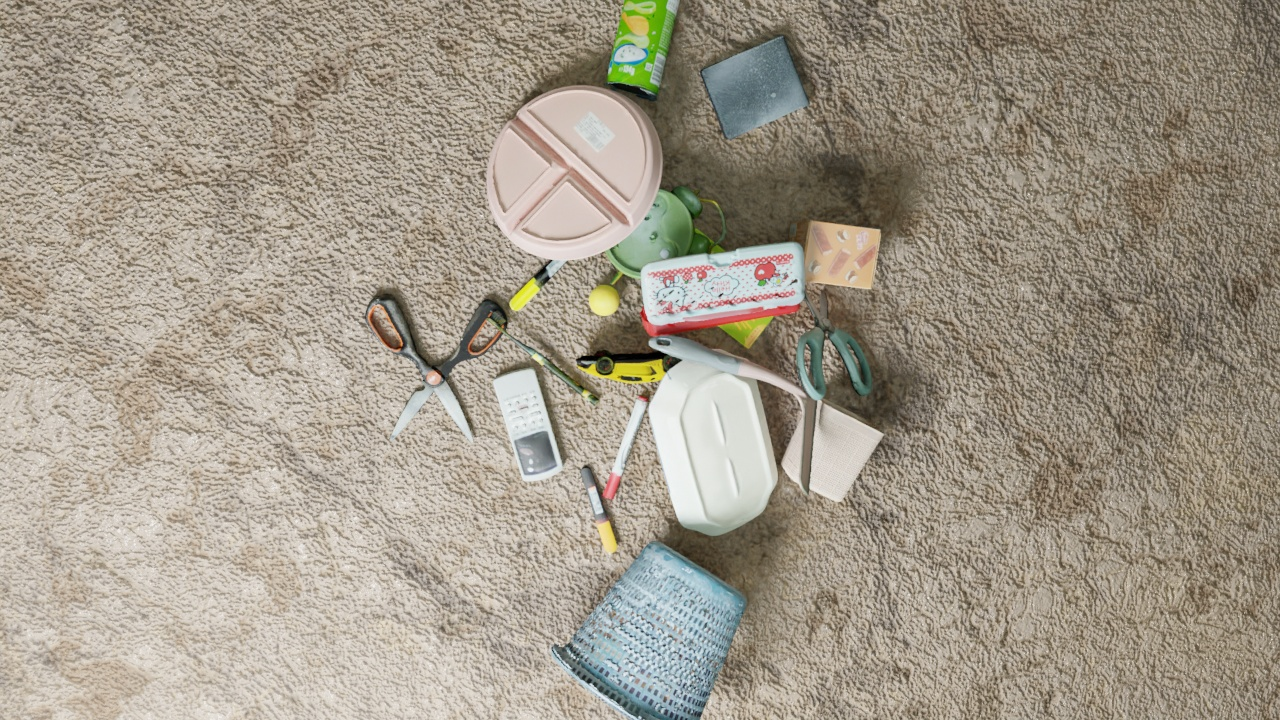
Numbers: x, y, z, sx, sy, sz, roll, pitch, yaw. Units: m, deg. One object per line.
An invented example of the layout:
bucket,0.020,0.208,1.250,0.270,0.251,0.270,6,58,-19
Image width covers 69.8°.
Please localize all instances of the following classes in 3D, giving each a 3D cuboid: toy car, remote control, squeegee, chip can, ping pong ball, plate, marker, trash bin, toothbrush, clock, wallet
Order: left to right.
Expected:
remote control,-0.148,0.086,1.218,0.058,0.021,0.150,-17,98,-3
marker,-0.125,-0.112,1.198,0.018,0.015,0.124,45,89,-10
toothbrush,-0.125,-0.002,1.204,0.186,0.012,0.017,39,79,-15
plate,-0.087,-0.236,1.126,0.230,0.028,0.229,-3,77,15
marker,-0.057,0.202,1.247,0.018,0.015,0.124,-18,96,-5
ping pong ball,-0.047,-0.078,1.196,0.040,0.040,0.040,-1,98,-6
marker,-0.020,0.117,1.237,0.017,0.017,0.145,19,96,-8
toy car,-0.007,0.007,1.196,0.156,0.071,0.041,-1,98,-5
chip can,0.016,-0.448,1.137,0.072,0.072,0.236,12,97,-7
trash bin,0.029,0.353,1.190,0.226,0.227,0.195,34,80,-9
clock,0.029,-0.161,1.166,0.161,0.056,0.116,-13,83,8
plate,0.106,0.115,1.201,0.161,0.034,0.266,-22,113,-18
squeegee,0.127,0.014,1.142,0.249,0.040,0.247,20,62,-17
wallet,0.148,-0.353,1.190,0.121,0.019,0.097,-23,100,0

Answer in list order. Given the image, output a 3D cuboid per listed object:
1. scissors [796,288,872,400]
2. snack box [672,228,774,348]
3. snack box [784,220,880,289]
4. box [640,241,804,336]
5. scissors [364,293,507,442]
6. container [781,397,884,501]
scissors,0.259,-0.008,1.216,0.181,0.019,0.170,29,54,-31
snack box,0.107,-0.095,1.216,0.156,0.026,0.086,37,93,-9
snack box,0.246,-0.137,1.190,0.094,0.093,0.077,6,97,-7
box,0.098,-0.096,1.145,0.201,0.102,0.100,-9,108,-4
scissors,-0.270,0.002,1.194,0.221,0.021,0.234,43,91,-9
container,0.251,0.118,1.229,0.090,0.090,0.111,26,97,-9
